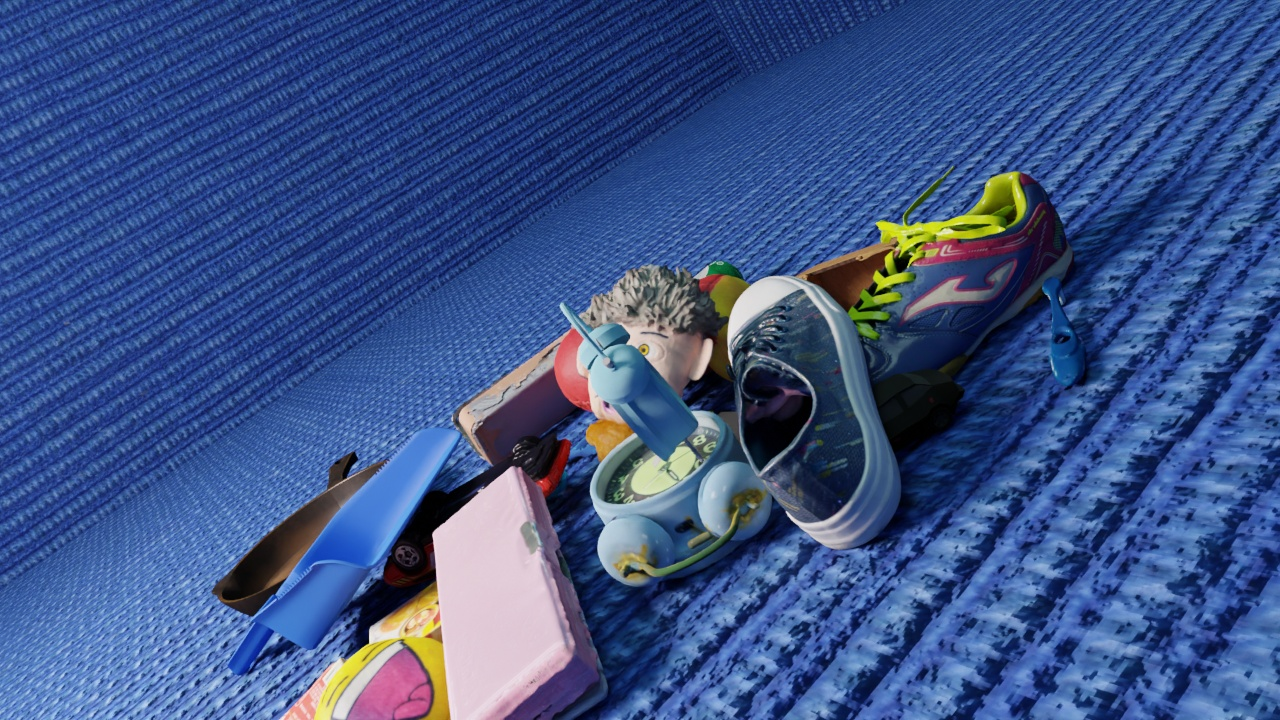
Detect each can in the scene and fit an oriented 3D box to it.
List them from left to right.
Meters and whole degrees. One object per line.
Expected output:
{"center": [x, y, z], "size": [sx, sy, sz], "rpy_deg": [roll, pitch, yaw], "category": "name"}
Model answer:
{"center": [0.068, -0.063, 0.972], "size": [0.100, 0.053, 0.053], "rpy_deg": [-42, 19, -32], "category": "can"}

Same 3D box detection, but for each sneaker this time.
{"center": [0.089, 0.008, 0.567], "size": [0.088, 0.079, 0.235], "rpy_deg": [-43, 29, 22], "category": "sneaker"}
{"center": [0.186, -0.046, 0.640], "size": [0.241, 0.091, 0.116], "rpy_deg": [-35, 20, -10], "category": "sneaker"}

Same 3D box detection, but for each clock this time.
{"center": [-0.011, 0.013, 0.560], "size": [0.042, 0.123, 0.087], "rpy_deg": [-40, 21, 3], "category": "clock"}
{"center": [0.026, 0.092, 0.590], "size": [0.118, 0.060, 0.162], "rpy_deg": [-30, 20, 1], "category": "clock"}

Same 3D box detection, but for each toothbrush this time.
{"center": [0.260, -0.018, 0.566], "size": [0.021, 0.016, 0.132], "rpy_deg": [-23, 21, 30], "category": "toothbrush"}

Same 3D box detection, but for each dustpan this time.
{"center": [-0.273, 0.189, 0.793], "size": [0.258, 0.059, 0.245], "rpy_deg": [-53, 8, 18], "category": "dustpan"}

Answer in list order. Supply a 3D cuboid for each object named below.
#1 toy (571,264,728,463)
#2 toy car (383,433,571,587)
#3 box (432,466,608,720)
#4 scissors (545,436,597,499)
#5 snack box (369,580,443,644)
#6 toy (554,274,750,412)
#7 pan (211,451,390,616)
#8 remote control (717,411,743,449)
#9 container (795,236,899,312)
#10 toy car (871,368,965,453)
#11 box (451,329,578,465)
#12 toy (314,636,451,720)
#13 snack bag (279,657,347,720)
{"center": [-0.004, 0.004, 0.751], "size": [0.133, 0.175, 0.076], "rpy_deg": [2, -11, 32], "category": "toy"}
{"center": [-0.138, 0.127, 0.775], "size": [0.190, 0.056, 0.081], "rpy_deg": [-34, 16, 21], "category": "toy car"}
{"center": [-0.086, 0.157, 0.594], "size": [0.098, 0.046, 0.233], "rpy_deg": [-42, 26, 1], "category": "box"}
{"center": [-0.074, 0.093, 0.856], "size": [0.103, 0.015, 0.134], "rpy_deg": [-41, 14, -18], "category": "scissors"}
{"center": [-0.129, 0.177, 0.680], "size": [0.152, 0.025, 0.075], "rpy_deg": [-35, 17, -9], "category": "snack box"}
{"center": [0.013, -0.011, 0.858], "size": [0.217, 0.099, 0.147], "rpy_deg": [-16, 14, 30], "category": "toy"}
{"center": [-0.347, 0.178, 1.039], "size": [0.248, 0.043, 0.356], "rpy_deg": [-33, 16, -2], "category": "pan"}
{"center": [0.083, 0.055, 0.676], "size": [0.039, 0.010, 0.125], "rpy_deg": [-39, 18, -22], "category": "remote control"}
{"center": [0.180, -0.060, 0.754], "size": [0.114, 0.063, 0.061], "rpy_deg": [-18, 14, 39], "category": "container"}
{"center": [0.152, 0.035, 0.565], "size": [0.091, 0.036, 0.042], "rpy_deg": [-32, 16, -2], "category": "toy car"}
{"center": [-0.097, 0.016, 0.975], "size": [0.216, 0.095, 0.108], "rpy_deg": [-37, -18, -16], "category": "box"}
{"center": [-0.156, 0.213, 0.573], "size": [0.094, 0.041, 0.095], "rpy_deg": [9, 37, 29], "category": "toy"}
{"center": [-0.242, 0.268, 0.605], "size": [0.154, 0.044, 0.087], "rpy_deg": [-44, 26, -21], "category": "snack bag"}
